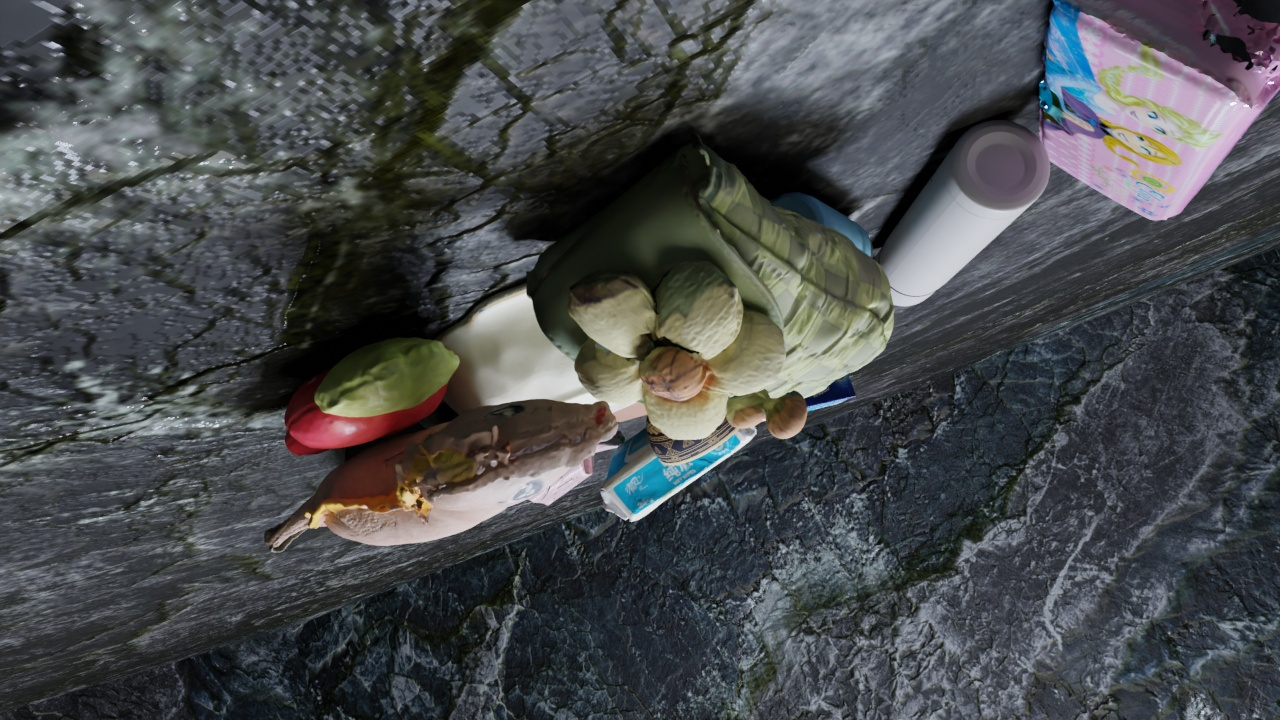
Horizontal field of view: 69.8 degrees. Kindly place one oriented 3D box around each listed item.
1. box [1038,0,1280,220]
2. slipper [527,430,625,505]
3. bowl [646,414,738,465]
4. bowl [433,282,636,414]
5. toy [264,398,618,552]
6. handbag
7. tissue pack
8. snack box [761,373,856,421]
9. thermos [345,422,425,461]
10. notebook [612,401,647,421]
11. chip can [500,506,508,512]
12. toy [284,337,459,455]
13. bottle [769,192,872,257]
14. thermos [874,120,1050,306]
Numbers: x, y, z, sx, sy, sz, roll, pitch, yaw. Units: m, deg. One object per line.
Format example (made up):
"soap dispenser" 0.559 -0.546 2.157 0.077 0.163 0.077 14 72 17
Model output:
"box" 0.244 -0.138 0.413 0.097 0.085 0.230 -56 159 11
"slipper" -0.128 0.145 1.108 0.239 0.064 0.094 -19 169 1
"bowl" 0.049 0.044 0.910 0.112 0.061 0.112 -32 -165 10
"bowl" -0.041 0.003 0.579 0.188 0.060 0.219 -20 169 0
"toy" -0.118 0.068 0.470 0.196 0.065 0.265 -21 178 -12
"handbag" 0.045 -0.016 0.428 0.186 0.116 0.113 24 137 -37
"tissue pack" 0.049 0.094 1.030 0.210 0.066 0.116 -35 -171 17
"snack box" 0.155 0.011 0.914 0.149 0.082 0.027 -10 166 -46
"thermos" -0.201 0.098 0.748 0.061 0.061 0.232 -17 169 -18
"notebook" 0.060 0.018 0.779 0.209 0.008 0.141 -17 170 13
"chip can" -0.122 0.085 0.728 0.075 0.075 0.223 -18 175 -13
"toy" -0.151 0.021 0.503 0.091 0.045 0.135 -17 172 -39
"bottle" 0.107 -0.069 0.541 0.040 0.040 0.129 -25 168 25
"thermos" 0.196 -0.084 0.598 0.052 0.052 0.224 -20 169 -2
